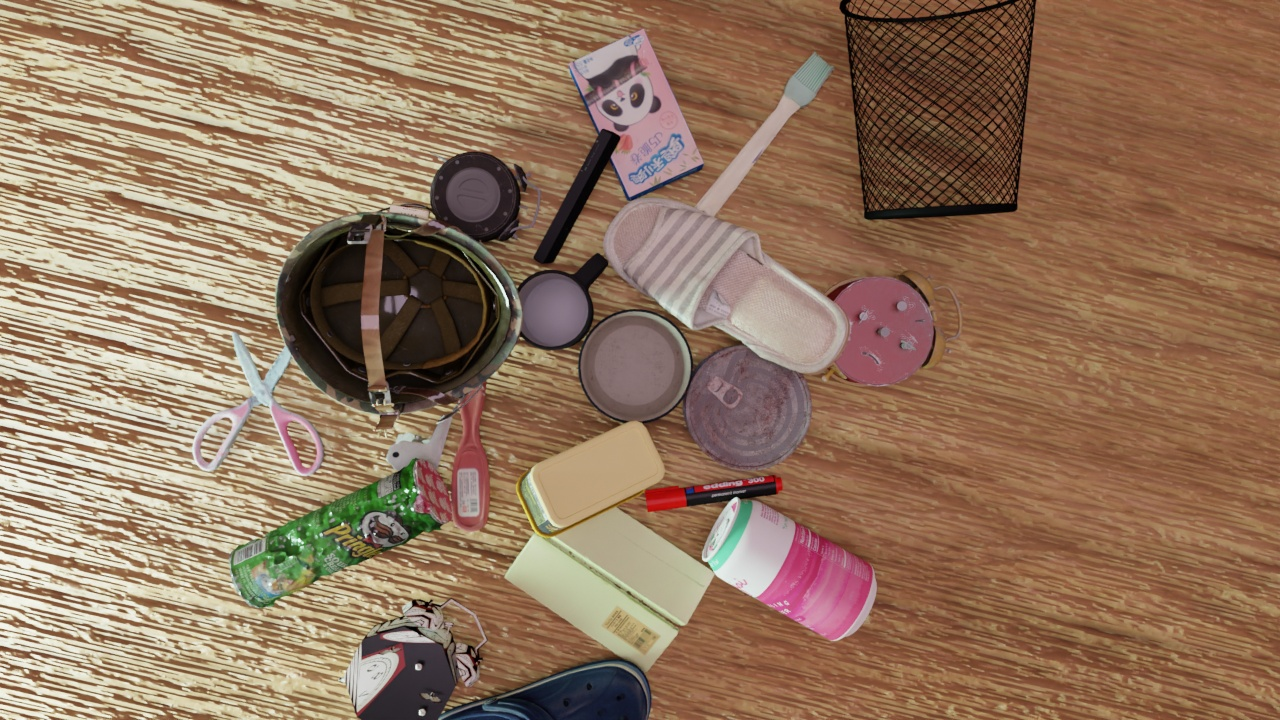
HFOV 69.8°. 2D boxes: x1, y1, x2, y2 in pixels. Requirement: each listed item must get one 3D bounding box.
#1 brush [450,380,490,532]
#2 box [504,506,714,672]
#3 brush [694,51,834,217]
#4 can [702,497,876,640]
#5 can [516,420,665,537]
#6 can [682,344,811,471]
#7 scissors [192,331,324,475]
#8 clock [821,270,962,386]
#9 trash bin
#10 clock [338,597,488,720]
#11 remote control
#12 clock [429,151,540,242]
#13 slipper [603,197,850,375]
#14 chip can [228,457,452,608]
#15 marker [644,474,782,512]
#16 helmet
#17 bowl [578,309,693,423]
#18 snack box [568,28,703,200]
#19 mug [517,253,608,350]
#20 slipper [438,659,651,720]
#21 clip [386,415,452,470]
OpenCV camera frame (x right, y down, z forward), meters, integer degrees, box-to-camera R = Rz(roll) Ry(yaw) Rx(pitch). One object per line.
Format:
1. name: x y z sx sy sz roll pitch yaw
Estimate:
1. brush: -0.176 0.092 0.963 0.041 0.030 0.172 1 92 0
2. box: -0.033 0.228 0.965 0.188 0.048 0.140 36 93 -2
3. brush: 0.126 -0.231 0.970 0.033 0.012 0.217 38 92 -3
4. can: 0.153 0.213 0.944 0.166 0.088 0.088 30 91 -2
5. can: -0.050 0.118 0.911 0.130 0.101 0.072 -24 83 -17
6. can: 0.110 0.048 0.960 0.130 0.044 0.130 0 92 -1
7. scissors: -0.410 0.055 0.965 0.168 0.014 0.170 -25 92 -1
8. clock: 0.254 -0.034 0.942 0.159 0.081 0.117 -14 92 -1
9. trash bin: 0.291 -0.247 0.895 0.184 0.184 0.210 -3 97 -1
10. clock: -0.231 0.314 0.950 0.154 0.065 0.114 -40 92 1
11. remote control: -0.066 -0.166 0.937 0.013 0.034 0.150 33 105 8
12. clock: -0.164 -0.166 0.948 0.123 0.044 0.091 12 91 -2
13. slipper: 0.083 -0.078 0.922 0.273 0.054 0.114 30 88 14
14. chip can: -0.305 0.177 0.929 0.223 0.075 0.075 -26 92 7
15. marker: 0.078 0.140 0.974 0.145 0.021 0.023 -8 69 -1
16. helmet: -0.223 -0.047 0.851 0.224 0.235 0.193 4 107 13
17. bowl: -0.006 0.005 0.949 0.115 0.059 0.115 0 92 -1
18. snack box: -0.005 -0.254 0.955 0.088 0.033 0.154 -25 92 1
19. mug: -0.075 -0.063 0.931 0.078 0.088 0.113 43 90 -2
20. slipper: -0.108 0.390 0.943 0.253 0.095 0.105 -16 89 3
21. clip: -0.236 0.098 0.963 0.054 0.041 0.102 16 101 -9
